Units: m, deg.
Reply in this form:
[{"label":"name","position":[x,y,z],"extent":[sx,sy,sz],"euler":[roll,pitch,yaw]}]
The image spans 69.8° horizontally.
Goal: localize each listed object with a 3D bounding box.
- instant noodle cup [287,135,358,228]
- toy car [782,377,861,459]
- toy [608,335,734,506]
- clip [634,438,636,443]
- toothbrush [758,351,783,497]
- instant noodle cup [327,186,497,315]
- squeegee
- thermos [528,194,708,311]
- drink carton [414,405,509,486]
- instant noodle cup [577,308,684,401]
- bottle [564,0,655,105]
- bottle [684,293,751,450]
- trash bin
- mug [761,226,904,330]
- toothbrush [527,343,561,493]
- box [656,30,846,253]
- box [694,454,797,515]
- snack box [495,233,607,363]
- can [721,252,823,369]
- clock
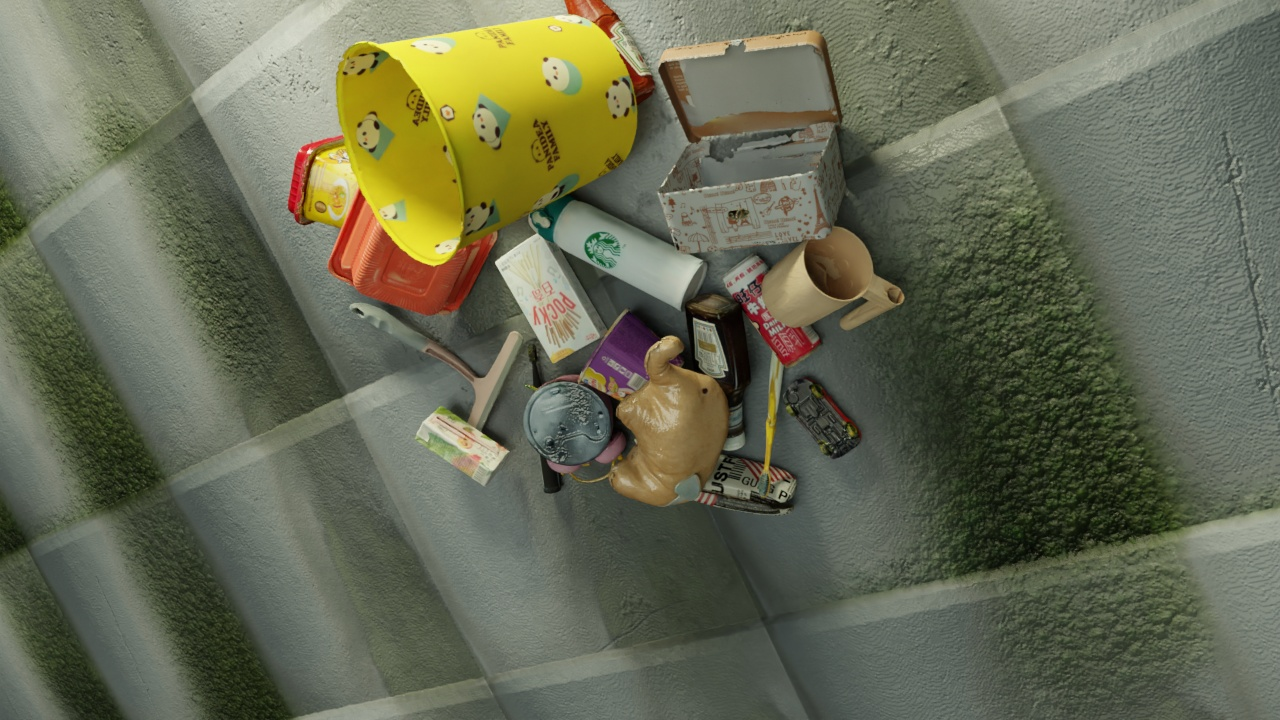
[{"label":"instant noodle cup","position":[-0.387,-0.226,1.231],"extent":[0.123,0.116,0.116],"euler":[23,115,4]},{"label":"toy car","position":[0.215,0.066,1.090],"extent":[0.106,0.031,0.049],"euler":[48,119,2]},{"label":"toy","position":[0.040,0.068,1.067],"extent":[0.082,0.143,0.226],"euler":[45,134,53]},{"label":"clip","position":[0.026,0.087,1.177],"extent":[0.097,0.061,0.034],"euler":[-11,102,38]},{"label":"toothbrush","position":[0.155,0.069,1.095],"extent":[0.016,0.018,0.191],"euler":[6,90,20]},{"label":"instant noodle cup","position":[-0.295,-0.134,1.190],"extent":[0.188,0.079,0.165],"euler":[18,122,-23]},{"label":"squeegee","position":[-0.299,-0.015,1.290],"extent":[0.249,0.040,0.248],"euler":[33,126,4]},{"label":"thermos","position":[-0.032,-0.137,1.112],"extent":[0.224,0.073,0.073],"euler":[28,116,14]},{"label":"drink carton","position":[-0.249,0.118,1.285],"extent":[0.122,0.053,0.046],"euler":[34,124,3]},{"label":"instant noodle cup","position":[-0.007,0.007,1.136],"extent":[0.099,0.111,0.112],"euler":[33,118,1]},{"label":"bottle","position":[-0.054,-0.387,1.049],"extent":[0.060,0.059,0.206],"euler":[-27,94,29]},{"label":"bottle","position":[0.098,0.018,1.104],"extent":[0.080,0.043,0.195],"euler":[23,131,48]},{"label":"trash bin","position":[-0.158,-0.256,0.997],"extent":[0.230,0.254,0.230],"euler":[33,138,35]},{"label":"mug","position":[0.207,-0.079,1.002],"extent":[0.124,0.084,0.104],"euler":[27,158,-11]},{"label":"toothbrush","position":[-0.135,0.081,1.258],"extent":[0.026,0.027,0.213],"euler":[-7,106,-1]},{"label":"box","position":[0.113,-0.238,0.961],"extent":[0.183,0.155,0.192],"euler":[-3,128,25]},{"label":"box","position":[0.112,0.169,1.153],"extent":[0.164,0.074,0.081],"euler":[11,120,19]},{"label":"snack box","position":[-0.116,-0.083,1.196],"extent":[0.085,0.026,0.157],"euler":[-28,93,29]},{"label":"can","position":[0.152,-0.058,1.065],"extent":[0.053,0.053,0.132],"euler":[-36,90,29]},{"label":"clock","position":[-0.084,0.091,1.210],"extent":[0.117,0.059,0.158],"euler":[-18,102,14]}]
